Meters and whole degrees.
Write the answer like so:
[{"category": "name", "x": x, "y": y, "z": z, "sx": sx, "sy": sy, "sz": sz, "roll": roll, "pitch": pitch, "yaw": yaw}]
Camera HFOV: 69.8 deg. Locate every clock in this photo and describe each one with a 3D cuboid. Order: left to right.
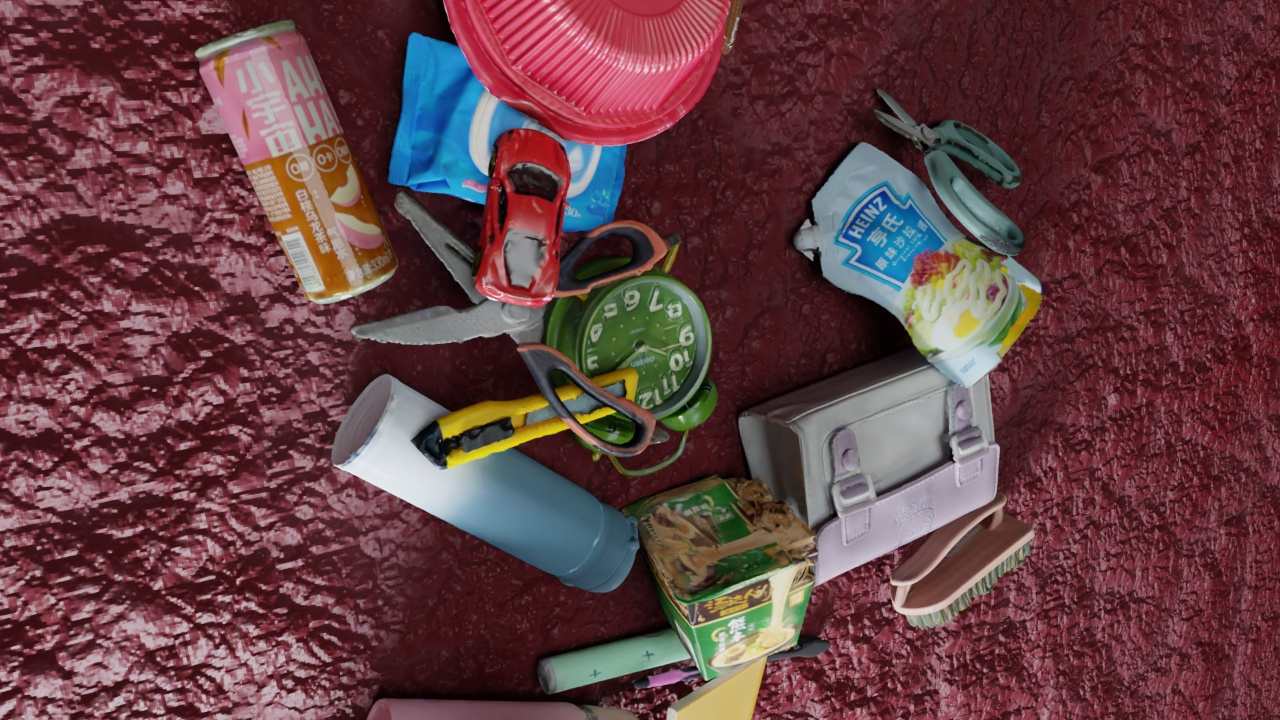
[{"category": "clock", "x": -0.004, "y": 0.004, "z": 0.642, "sx": 0.116, "sy": 0.056, "sz": 0.161, "roll": -18, "pitch": 109, "yaw": -23}]

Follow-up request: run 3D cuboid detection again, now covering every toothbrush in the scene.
[{"category": "toothbrush", "x": 0.026, "y": 0.223, "z": 0.722, "sx": 0.224, "sy": 0.027, "sz": 0.027, "roll": -4, "pitch": 82, "yaw": -28}, {"category": "toothbrush", "x": 0.079, "y": 0.252, "z": 0.768, "sx": 0.189, "sy": 0.018, "sz": 0.014, "roll": -3, "pitch": 101, "yaw": -25}]

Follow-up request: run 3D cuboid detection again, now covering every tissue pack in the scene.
[{"category": "tissue pack", "x": -0.076, "y": -0.137, "z": 0.574, "sx": 0.157, "sy": 0.052, "sz": 0.095, "roll": 11, "pitch": 95, "yaw": -30}]

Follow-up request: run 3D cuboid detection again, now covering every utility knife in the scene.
[{"category": "utility knife", "x": -0.066, "y": 0.033, "z": 0.568, "sx": 0.154, "sy": 0.015, "sz": 0.033, "roll": -17, "pitch": 106, "yaw": -28}]

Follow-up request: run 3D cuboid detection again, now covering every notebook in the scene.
[{"category": "notebook", "x": 0.043, "y": 0.341, "z": 0.723, "sx": 0.145, "sy": 0.010, "sz": 0.206, "roll": -4, "pitch": 110, "yaw": -55}]

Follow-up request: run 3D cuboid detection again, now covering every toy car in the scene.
[{"category": "toy car", "x": -0.067, "y": -0.084, "z": 0.532, "sx": 0.049, "sy": 0.031, "sz": 0.106, "roll": 12, "pitch": 78, "yaw": -24}]

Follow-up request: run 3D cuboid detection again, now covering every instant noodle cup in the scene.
[{"category": "instant noodle cup", "x": -0.016, "y": -0.226, "z": 0.534, "sx": 0.193, "sy": 0.066, "sz": 0.194, "roll": 0, "pitch": 91, "yaw": -29}]

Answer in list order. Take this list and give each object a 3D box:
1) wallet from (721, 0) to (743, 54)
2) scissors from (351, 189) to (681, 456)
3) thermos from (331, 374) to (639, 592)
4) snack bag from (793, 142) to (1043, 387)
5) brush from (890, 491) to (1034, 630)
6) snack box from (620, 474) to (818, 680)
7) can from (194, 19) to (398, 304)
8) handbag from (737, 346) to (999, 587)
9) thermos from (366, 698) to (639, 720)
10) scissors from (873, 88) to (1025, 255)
[{"category": "wallet", "x": 0.026, "y": -0.277, "z": 0.614, "sx": 0.101, "sy": 0.032, "sz": 0.124, "roll": 8, "pitch": 96, "yaw": -27}, {"category": "scissors", "x": -0.060, "y": -0.022, "z": 0.557, "sx": 0.222, "sy": 0.015, "sz": 0.189, "roll": -16, "pitch": 95, "yaw": -27}, {"category": "thermos", "x": -0.094, "y": 0.090, "z": 0.607, "sx": 0.220, "sy": 0.070, "sz": 0.070, "roll": 36, "pitch": 82, "yaw": -30}, {"category": "snack bag", "x": 0.214, "y": -0.076, "z": 0.716, "sx": 0.191, "sy": 0.039, "sz": 0.110, "roll": 40, "pitch": 91, "yaw": 0}, {"category": "brush", "x": 0.285, "y": 0.181, "z": 0.836, "sx": 0.145, "sy": 0.063, "sz": 0.073, "roll": -31, "pitch": 118, "yaw": -18}, {"category": "snack box", "x": 0.061, "y": 0.165, "z": 0.682, "sx": 0.117, "sy": 0.118, "sz": 0.106, "roll": -16, "pitch": 119, "yaw": -16}, {"category": "can", "x": -0.189, "y": -0.108, "z": 0.514, "sx": 0.057, "sy": 0.058, "sz": 0.147, "roll": -27, "pitch": 112, "yaw": -22}, {"category": "handbag", "x": 0.191, "y": 0.081, "z": 0.737, "sx": 0.196, "sy": 0.098, "sz": 0.145, "roll": -18, "pitch": 105, "yaw": -24}, {"category": "thermos", "x": -0.085, "y": 0.271, "z": 0.639, "sx": 0.198, "sy": 0.087, "sz": 0.067, "roll": 14, "pitch": 62, "yaw": -29}, {"category": "scissors", "x": 0.253, "y": -0.145, "z": 0.723, "sx": 0.172, "sy": 0.019, "sz": 0.178, "roll": 15, "pitch": 51, "yaw": -30}]
